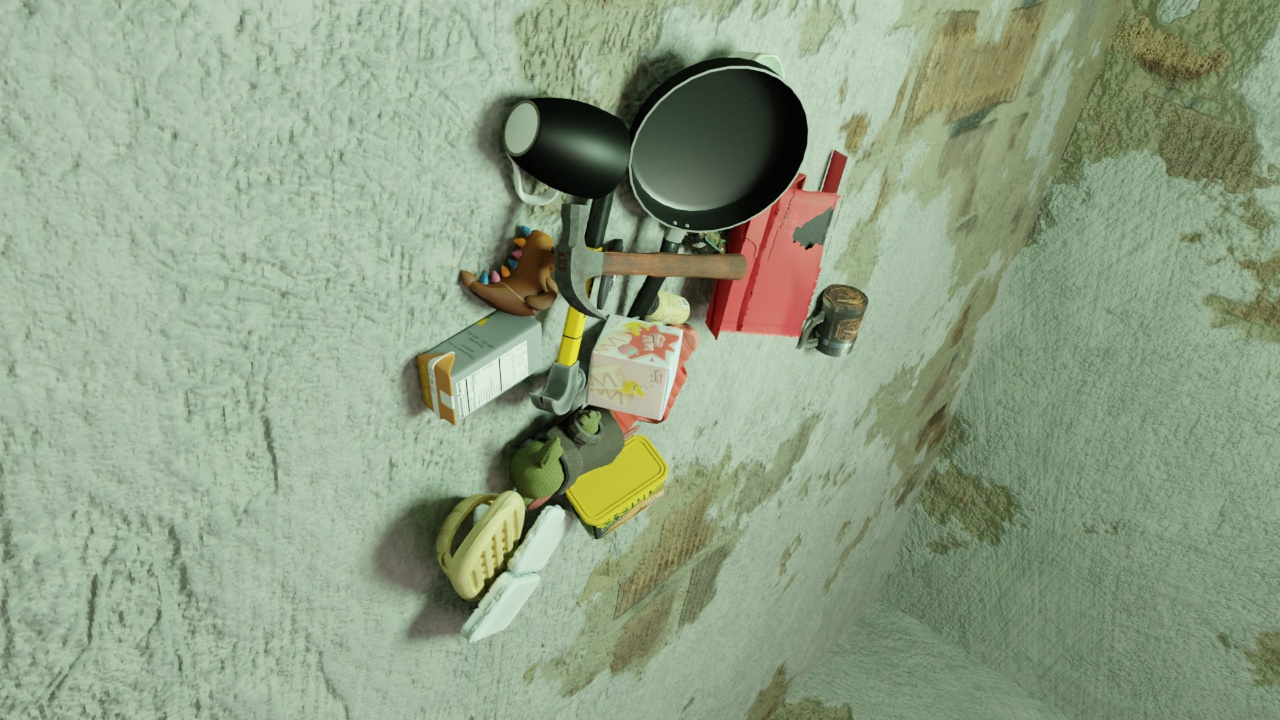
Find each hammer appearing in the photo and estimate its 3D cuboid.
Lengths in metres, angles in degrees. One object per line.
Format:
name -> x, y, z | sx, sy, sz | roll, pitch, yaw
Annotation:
hammer -> -0.059, -0.093, 0.980 | 0.169, 0.034, 0.325 | -53, 158, -74
hammer -> 0.022, -0.103, 0.990 | 0.299, 0.028, 0.111 | -5, 104, -49

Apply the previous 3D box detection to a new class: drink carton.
drink carton -> -0.161, 0.003, 0.931 | 0.124, 0.048, 0.076 | -36, 143, -37

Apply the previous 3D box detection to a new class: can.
can -> 0.029, -0.069, 1.176 | 0.079, 0.038, 0.038 | 10, 108, -60
can -> -0.031, 0.173, 1.231 | 0.130, 0.072, 0.101 | -33, 159, -14

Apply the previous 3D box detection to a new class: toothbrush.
toothbrush -> -0.073, 0.134, 1.184 | 0.184, 0.015, 0.015 | -35, 149, -16

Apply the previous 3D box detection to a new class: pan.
pan -> 0.053, -0.179, 1.048 | 0.203, 0.044, 0.357 | 8, 130, -26

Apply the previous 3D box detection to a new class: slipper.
slipper -> -0.193, 0.209, 1.047 | 0.111, 0.079, 0.262 | -53, 171, -26
slipper -> 0.007, 0.053, 1.234 | 0.248, 0.059, 0.103 | -50, 150, -14

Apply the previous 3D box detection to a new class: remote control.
remote control -> -0.033, -0.096, 1.017 | 0.124, 0.009, 0.046 | -74, 175, -62

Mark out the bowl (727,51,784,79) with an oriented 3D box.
bowl -> 0.110, -0.304, 1.061 | 0.117, 0.061, 0.118 | -38, 145, -33

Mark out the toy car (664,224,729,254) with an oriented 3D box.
toy car -> 0.074, -0.164, 1.150 | 0.112, 0.047, 0.047 | 27, 74, -57

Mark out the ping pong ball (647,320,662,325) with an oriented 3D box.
ping pong ball -> 0.014, -0.032, 1.185 | 0.040, 0.040, 0.040 | -38, 145, -34

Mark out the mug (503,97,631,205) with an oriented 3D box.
mug -> -0.083, -0.191, 0.857 | 0.100, 0.084, 0.119 | 8, 140, -47

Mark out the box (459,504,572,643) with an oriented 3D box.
box -> -0.146, 0.269, 1.161 | 0.189, 0.037, 0.209 | -54, 171, -10

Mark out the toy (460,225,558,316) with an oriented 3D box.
toy -> -0.127, -0.093, 0.913 | 0.103, 0.071, 0.090 | 21, 86, -38

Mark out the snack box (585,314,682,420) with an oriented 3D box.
snack box -> -0.007, 0.006, 1.099 | 0.092, 0.095, 0.080 | -68, 169, -56

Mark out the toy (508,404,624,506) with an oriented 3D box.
toy -> -0.091, 0.110, 1.106 | 0.152, 0.078, 0.180 | -27, 161, -37

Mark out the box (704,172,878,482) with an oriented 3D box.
box -> 0.159, -0.081, 1.113 | 0.466, 0.138, 0.215 | -78, -178, -64

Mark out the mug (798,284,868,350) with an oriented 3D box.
mug -> 0.341, -0.068, 1.647 | 0.115, 0.080, 0.107 | -9, 131, -20
